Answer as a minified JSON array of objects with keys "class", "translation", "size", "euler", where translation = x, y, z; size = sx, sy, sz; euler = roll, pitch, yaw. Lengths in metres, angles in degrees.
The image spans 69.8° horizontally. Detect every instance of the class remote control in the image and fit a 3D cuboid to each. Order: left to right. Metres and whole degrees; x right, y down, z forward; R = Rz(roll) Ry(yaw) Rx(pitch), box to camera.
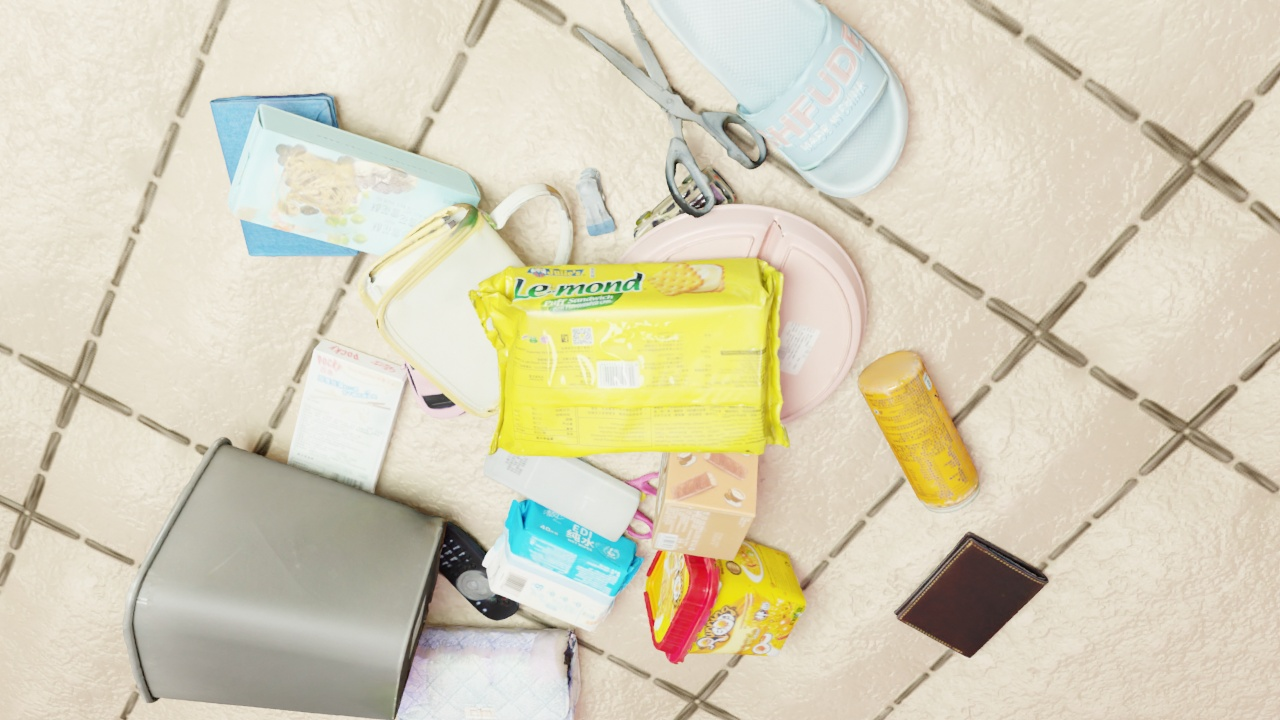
[{"class":"remote control","translation":[-0.173,0.208,0.925],"size":[0.053,0.024,0.136],"euler":[-29,111,19]},{"class":"remote control","translation":[-0.075,0.115,0.868],"size":[0.150,0.021,0.058],"euler":[28,116,-1]}]

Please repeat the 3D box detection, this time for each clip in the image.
[{"class":"clip","translation":[-0.038,-0.129,0.756],"size":[0.024,0.029,0.057],"euler":[-8,122,9]}]

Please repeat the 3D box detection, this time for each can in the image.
[{"class":"can","translation":[0.247,0.064,0.810],"size":[0.058,0.058,0.146],"euler":[-26,112,15]}]

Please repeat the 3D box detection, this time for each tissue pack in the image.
[{"class":"tissue pack","translation":[-0.076,0.195,0.892],"size":[0.140,0.063,0.090],"euler":[24,116,-7]}]

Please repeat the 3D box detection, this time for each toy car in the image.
[{"class":"toy car","translation":[-0.186,-0.002,0.817],"size":[0.056,0.037,0.122],"euler":[-9,114,6]},{"class":"toy car","translation":[0.033,-0.116,0.749],"size":[0.091,0.035,0.042],"euler":[-38,107,22]}]

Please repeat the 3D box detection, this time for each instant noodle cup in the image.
[{"class":"instant noodle cup","translation":[0.081,0.223,0.876],"size":[0.123,0.116,0.116],"euler":[14,117,-16]}]

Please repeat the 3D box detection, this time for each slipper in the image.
[{"class":"slipper","translation":[0.103,-0.221,0.671],"size":[0.245,0.074,0.104],"euler":[40,111,-14]}]

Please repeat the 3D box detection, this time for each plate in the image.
[{"class":"plate","translation":[0.077,-0.023,0.774],"size":[0.229,0.028,0.230],"euler":[1,126,1]}]

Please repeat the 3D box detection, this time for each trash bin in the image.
[{"class":"trash bin","translation":[-0.305,0.211,0.829],"size":[0.219,0.198,0.199],"euler":[15,133,-6]}]

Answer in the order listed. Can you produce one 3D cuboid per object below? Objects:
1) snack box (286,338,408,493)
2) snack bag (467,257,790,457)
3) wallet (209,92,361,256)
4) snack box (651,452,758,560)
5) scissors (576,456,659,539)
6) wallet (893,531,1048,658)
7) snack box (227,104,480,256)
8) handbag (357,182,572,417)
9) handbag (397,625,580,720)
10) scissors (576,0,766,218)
[{"class":"snack box","translation":[-0.277,0.063,0.859],"size":[0.084,0.026,0.157],"euler":[20,115,-6]},{"class":"snack bag","translation":[-0.004,0.004,0.720],"size":[0.246,0.068,0.158],"euler":[-2,115,1]},{"class":"wallet","translation":[-0.287,-0.149,0.752],"size":[0.106,0.040,0.133],"euler":[1,118,7]},{"class":"snack box","translation":[0.057,0.110,0.806],"size":[0.077,0.094,0.093],"euler":[9,144,-2]},{"class":"scissors","translation":[-0.029,0.130,0.885],"size":[0.136,0.017,0.105],"euler":[9,118,4]},{"class":"wallet","translation":[0.327,0.236,0.913],"size":[0.096,0.020,0.122],"euler":[30,115,-5]},{"class":"snack box","translation":[-0.218,-0.129,0.710],"size":[0.174,0.051,0.074],"euler":[13,119,-33]},{"class":"handbag","translation":[-0.120,-0.060,0.750],"size":[0.178,0.063,0.163],"euler":[-43,137,-5]},{"class":"handbag","translation":[-0.160,0.339,0.961],"size":[0.194,0.075,0.134],"euler":[-1,116,3]},{"class":"scissors","translation":[0.027,-0.191,0.703],"size":[0.173,0.014,0.159],"euler":[6,82,-21]}]
